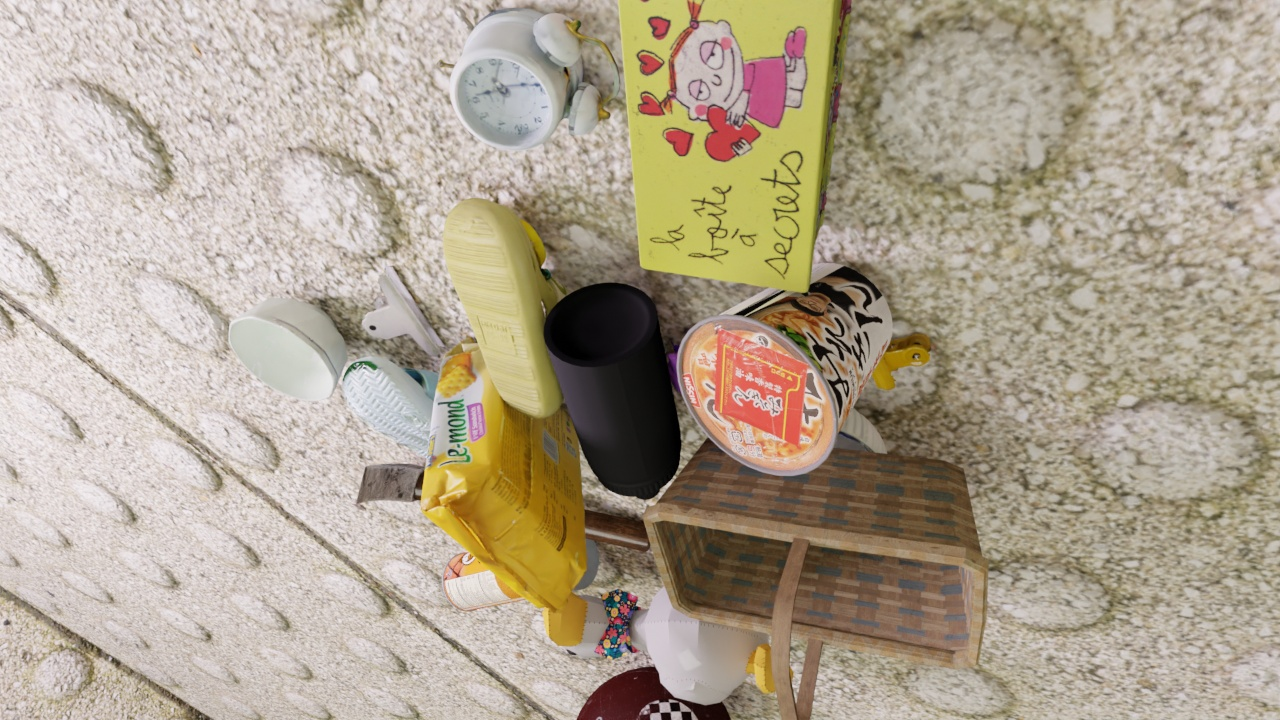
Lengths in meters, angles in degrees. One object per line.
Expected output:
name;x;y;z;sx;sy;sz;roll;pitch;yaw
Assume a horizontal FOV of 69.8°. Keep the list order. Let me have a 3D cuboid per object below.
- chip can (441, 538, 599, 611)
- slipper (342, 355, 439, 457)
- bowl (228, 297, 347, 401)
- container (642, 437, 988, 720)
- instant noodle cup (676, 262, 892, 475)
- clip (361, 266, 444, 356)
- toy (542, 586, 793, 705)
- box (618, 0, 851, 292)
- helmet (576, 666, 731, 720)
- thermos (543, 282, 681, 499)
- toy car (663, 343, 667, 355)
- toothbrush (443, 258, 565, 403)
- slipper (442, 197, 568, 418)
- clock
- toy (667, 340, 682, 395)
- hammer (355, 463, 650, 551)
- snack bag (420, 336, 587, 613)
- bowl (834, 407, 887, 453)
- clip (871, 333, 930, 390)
chip can;-0.149;0.253;1.109;0.216;0.075;0.075;-23;121;41
slipper;-0.196;0.057;0.925;0.104;0.074;0.245;-4;149;36
bowl;-0.344;-0.019;0.920;0.117;0.061;0.118;14;138;12
container;0.129;0.173;0.696;0.250;0.185;0.158;5;136;22
instant noodle cup;0.111;-0.004;0.644;0.124;0.121;0.124;26;135;28
clip;-0.232;-0.047;0.873;0.056;0.046;0.102;-5;131;25
toy;0.041;0.300;1.007;0.268;0.140;0.246;-11;150;33
box;0.059;-0.150;0.561;0.124;0.081;0.221;13;138;13
helmet;0.015;0.535;1.194;0.234;0.253;0.234;-7;142;-1
thermos;-0.015;0.037;0.751;0.086;0.085;0.199;8;141;18
toy car;-0.005;0.005;0.802;0.038;0.027;0.090;22;142;-5
toothbrush;-0.118;-0.026;0.836;0.016;0.016;0.180;-16;125;39
slipper;-0.092;-0.045;0.744;0.092;0.081;0.191;13;125;45
clock;-0.070;-0.186;0.605;0.118;0.056;0.083;-4;133;20
toy;0.061;0.013;0.756;0.088;0.056;0.106;17;174;6
hammer;-0.133;0.157;0.963;0.300;0.037;0.218;13;174;1
snack bag;-0.111;0.093;0.808;0.068;0.246;0.159;-31;122;13
bowl;0.151;0.071;0.770;0.118;0.062;0.118;14;138;12
clip;0.195;-0.007;0.699;0.049;0.044;0.054;-30;122;4
